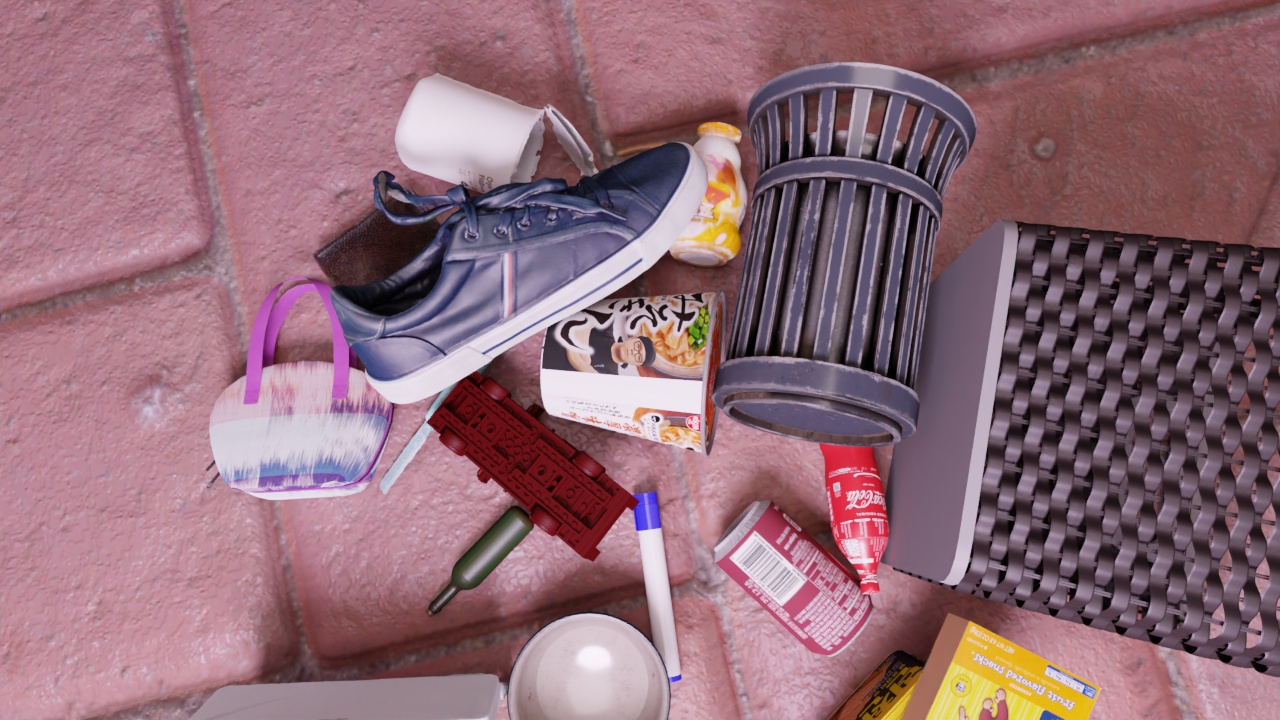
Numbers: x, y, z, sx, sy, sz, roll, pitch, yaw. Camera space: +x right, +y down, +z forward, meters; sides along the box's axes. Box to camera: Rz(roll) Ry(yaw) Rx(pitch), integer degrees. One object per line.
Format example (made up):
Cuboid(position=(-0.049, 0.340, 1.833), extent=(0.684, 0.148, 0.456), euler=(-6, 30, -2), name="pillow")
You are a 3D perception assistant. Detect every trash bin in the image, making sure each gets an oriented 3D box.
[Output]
Cuboid(position=(0.138, -0.064, 0.651), extent=(0.164, 0.164, 0.227), euler=(11, 77, 2), name="trash bin")

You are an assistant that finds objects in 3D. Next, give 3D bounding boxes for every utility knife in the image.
Cuboid(position=(-0.154, 0.035, 0.729), extent=(0.022, 0.015, 0.168), euler=(34, 86, 18), name="utility knife")

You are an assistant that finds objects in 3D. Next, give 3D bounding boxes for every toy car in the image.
Cuboid(position=(-0.079, 0.078, 0.693), extent=(0.170, 0.062, 0.070), euler=(35, 83, 26), name="toy car")

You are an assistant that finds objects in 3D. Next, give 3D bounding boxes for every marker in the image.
Cuboid(position=(0.012, 0.173, 0.705), extent=(0.020, 0.020, 0.141), euler=(-8, 82, -1), name="marker")

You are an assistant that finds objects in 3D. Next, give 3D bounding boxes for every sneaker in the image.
Cuboid(position=(-0.091, -0.097, 0.657), extent=(0.294, 0.120, 0.127), euler=(-32, 128, -7), name="sneaker")

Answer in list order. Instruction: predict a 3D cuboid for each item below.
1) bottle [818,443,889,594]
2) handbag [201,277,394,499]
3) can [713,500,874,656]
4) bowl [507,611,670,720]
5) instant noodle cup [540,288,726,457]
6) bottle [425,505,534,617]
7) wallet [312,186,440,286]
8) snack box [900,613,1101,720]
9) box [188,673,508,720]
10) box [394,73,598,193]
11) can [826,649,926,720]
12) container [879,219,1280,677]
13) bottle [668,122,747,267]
Cuboid(position=(0.161, 0.103, 0.685), extent=(0.042, 0.042, 0.141), euler=(-3, 63, 0), name="bottle")
Cuboid(position=(-0.264, 0.019, 0.712), extent=(0.144, 0.068, 0.169), euler=(-3, 76, -1), name="handbag")
Cuboid(position=(0.113, 0.161, 0.683), extent=(0.114, 0.063, 0.063), euler=(42, 84, 6), name="can")
Cuboid(position=(-0.036, 0.241, 0.675), extent=(0.115, 0.059, 0.115), euler=(0, 82, 0), name="bowl")
Cuboid(position=(-0.004, 0.004, 0.685), extent=(0.122, 0.123, 0.123), euler=(5, 82, 10), name="instant noodle cup")
Cuboid(position=(-0.125, 0.156, 0.705), extent=(0.025, 0.025, 0.106), euler=(44, 85, 6), name="bottle")
Cuboid(position=(-0.189, -0.068, 0.736), extent=(0.099, 0.031, 0.120), euler=(-39, 81, -7), name="wallet")
Cuboid(position=(0.215, 0.240, 0.578), extent=(0.088, 0.040, 0.125), euler=(27, 83, 4), name="snack box")
Cuboid(position=(-0.194, 0.237, 0.638), extent=(0.197, 0.136, 0.043), euler=(-1, 85, 0), name="box")
Cuboid(position=(-0.105, -0.172, 0.725), extent=(0.161, 0.081, 0.091), euler=(21, 71, 2), name="box")
Cuboid(position=(0.178, 0.274, 0.647), extent=(0.130, 0.101, 0.072), euler=(-44, 84, -5), name="can")
Cuboid(position=(0.316, 0.057, 0.608), extent=(0.244, 0.245, 0.247), euler=(11, 82, 5), name="container")
Cuboid(position=(0.054, -0.131, 0.724), extent=(0.063, 0.063, 0.108), euler=(9, 82, 2), name="bottle")
